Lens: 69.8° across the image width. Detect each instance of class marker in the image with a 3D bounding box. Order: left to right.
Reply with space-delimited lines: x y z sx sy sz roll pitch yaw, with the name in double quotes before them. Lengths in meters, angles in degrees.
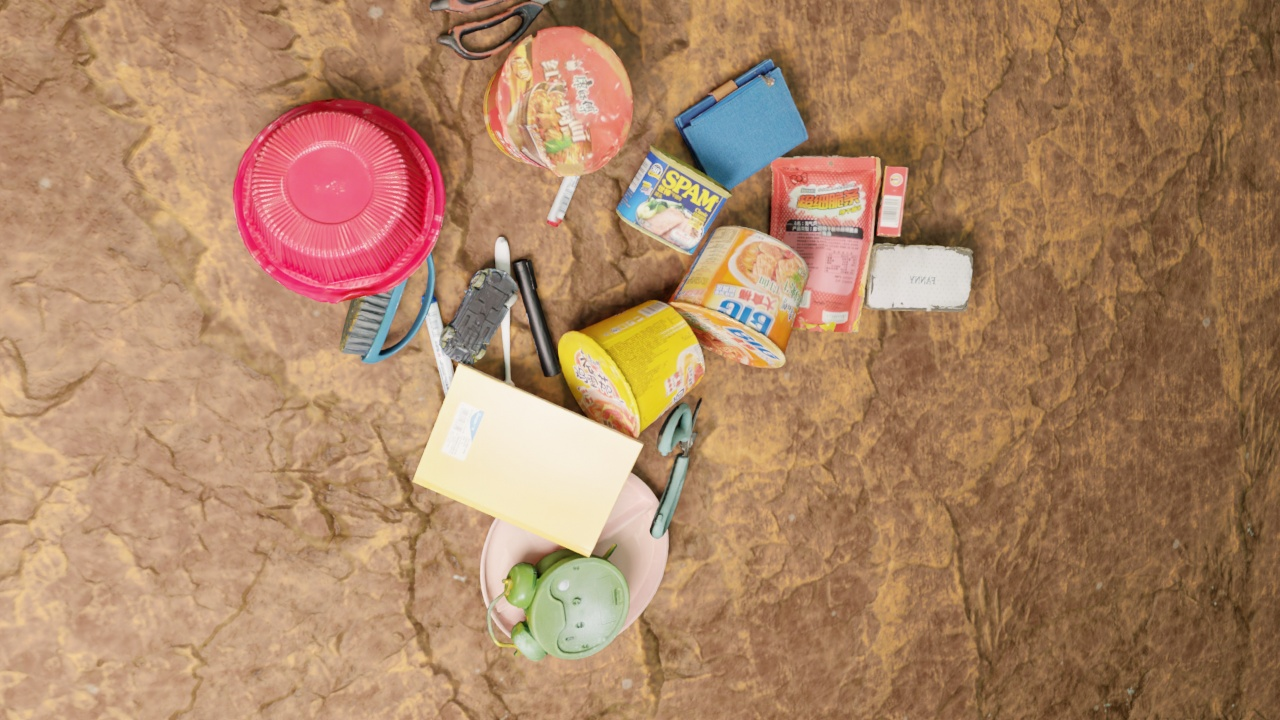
"marker" -0.205 0.002 0.957 0.016 0.017 0.146 -17 106 -22
"marker" -0.111 -0.045 0.990 0.020 0.022 0.132 -44 124 -60
"marker" -0.067 -0.212 0.981 0.017 0.017 0.145 23 90 -27

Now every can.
"can" 0.035 -0.174 1.004 0.102 0.057 0.083 24 107 -25

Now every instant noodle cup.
"instant noodle cup" -0.276 -0.152 0.835 0.193 0.066 0.193 1 87 -10
"instant noodle cup" -0.089 -0.253 0.911 0.137 0.109 0.138 -5 102 -24
"instant noodle cup" -0.006 0.006 0.992 0.109 0.138 0.138 -32 111 -27
"instant noodle cup" 0.112 -0.073 1.025 0.151 0.152 0.111 32 77 -26

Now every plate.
"plate" -0.075 0.224 1.053 0.229 0.028 0.229 -5 101 -25

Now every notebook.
"notebook" -0.119 0.106 0.956 0.206 0.010 0.146 23 106 -3

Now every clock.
"clock" -0.090 0.267 1.007 0.161 0.056 0.116 -12 104 -24

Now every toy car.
"toy car" -0.168 -0.047 0.947 0.049 0.031 0.105 33 84 -31

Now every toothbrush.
"toothbrush" -0.143 -0.041 0.978 0.016 0.016 0.180 -5 101 -21

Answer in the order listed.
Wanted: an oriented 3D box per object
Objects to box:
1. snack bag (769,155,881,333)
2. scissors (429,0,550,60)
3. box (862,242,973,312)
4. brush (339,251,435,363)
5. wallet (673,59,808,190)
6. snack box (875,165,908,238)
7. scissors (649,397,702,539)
"snack bag" 0.213 -0.138 1.089 0.129 0.073 0.208 5 102 14
"scissors" -0.112 -0.387 0.928 0.182 0.015 0.209 23 89 -26
"box" 0.333 -0.106 1.164 0.184 0.063 0.090 2 98 -23
"brush" -0.243 -0.064 0.905 0.073 0.055 0.144 20 90 -25
"wallet" 0.115 -0.264 1.043 0.133 0.040 0.106 -35 113 -7
"snack box" 0.298 -0.186 1.090 0.027 0.155 0.077 7 98 13
"scissors" 0.036 0.119 1.025 0.019 0.174 0.170 15 87 15
